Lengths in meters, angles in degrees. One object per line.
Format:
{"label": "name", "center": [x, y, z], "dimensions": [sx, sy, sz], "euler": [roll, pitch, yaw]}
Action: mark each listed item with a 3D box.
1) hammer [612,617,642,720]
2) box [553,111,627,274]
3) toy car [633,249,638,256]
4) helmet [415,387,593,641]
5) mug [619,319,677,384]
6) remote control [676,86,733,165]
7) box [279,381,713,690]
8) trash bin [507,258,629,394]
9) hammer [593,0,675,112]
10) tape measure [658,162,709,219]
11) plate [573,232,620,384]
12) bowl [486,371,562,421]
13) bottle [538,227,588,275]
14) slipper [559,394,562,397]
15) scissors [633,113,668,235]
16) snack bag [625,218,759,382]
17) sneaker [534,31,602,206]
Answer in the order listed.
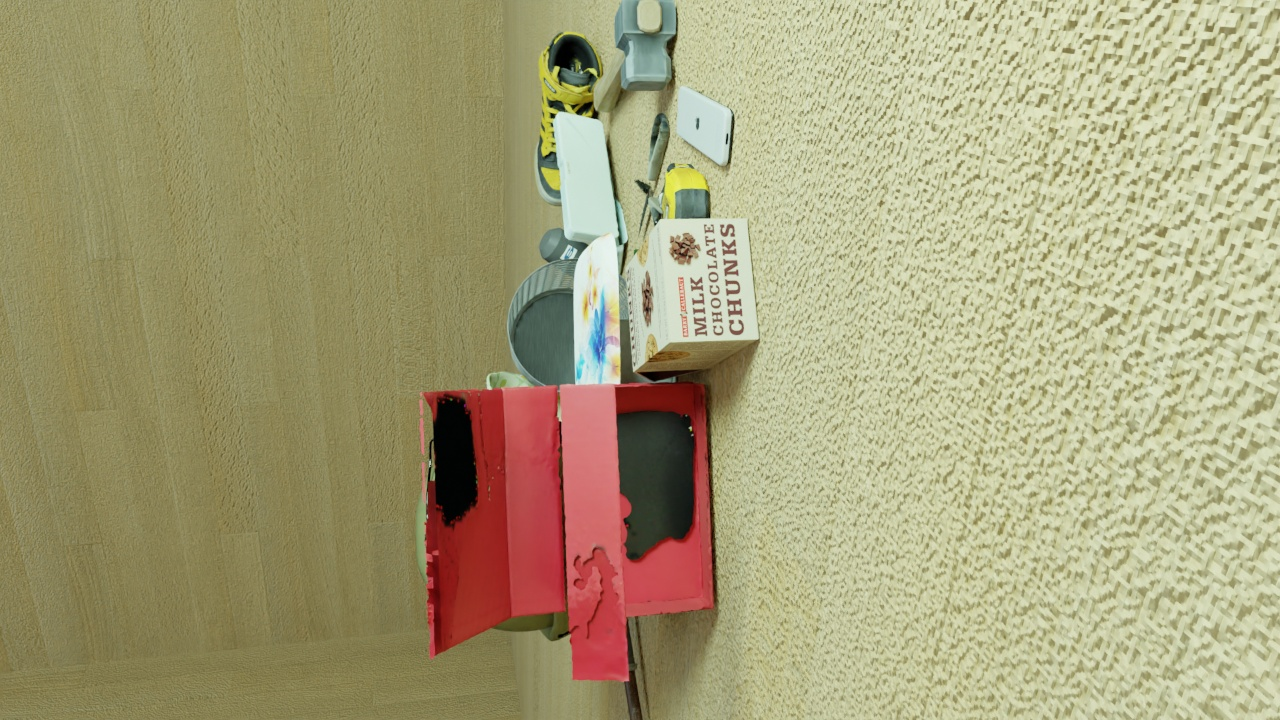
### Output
{"label": "hammer", "center": [-0.009, 0.419, 1.134], "dimensions": [0.156, 0.043, 0.321], "euler": [112, 150, -62]}
{"label": "box", "center": [-0.064, -0.216, 1.179], "dimensions": [0.122, 0.078, 0.197], "euler": [71, -170, -60]}
{"label": "toy car", "center": [0.017, -0.095, 0.913], "dimensions": [0.091, 0.036, 0.042], "euler": [154, 114, -77]}
{"label": "helmet", "center": [-0.105, 0.171, 0.962], "dimensions": [0.251, 0.255, 0.232], "euler": [107, 159, -61]}
{"label": "mug", "center": [-0.006, 0.006, 0.961], "dimensions": [0.113, 0.070, 0.084], "euler": [107, 158, -53]}
{"label": "remote control", "center": [0.054, -0.205, 0.793], "dimensions": [0.146, 0.008, 0.045], "euler": [-118, 28, -63]}
{"label": "box", "center": [-0.112, 0.127, 0.785], "dimensions": [0.124, 0.377, 0.211], "euler": [-3, 88, 61]}
{"label": "trash bin", "center": [-0.088, -0.032, 1.135], "dimensions": [0.183, 0.156, 0.156], "euler": [155, 112, -79]}
{"label": "hammer", "center": [-0.019, -0.330, 1.020], "dimensions": [0.323, 0.051, 0.117], "euler": [-168, 76, -80]}
{"label": "tape measure", "center": [0.037, -0.136, 0.815], "dimensions": [0.064, 0.037, 0.066], "euler": [-108, 20, -52]}
{"label": "plate", "center": [-0.049, -0.031, 0.946], "dimensions": [0.187, 0.016, 0.187], "euler": [165, 104, -76]}
{"label": "bowl", "center": [-0.126, 0.092, 1.157], "dimensions": [0.060, 0.188, 0.219], "euler": [-54, 26, 11]}
{"label": "bottle", "center": [-0.078, -0.129, 1.184], "dimensions": [0.047, 0.112, 0.046], "euler": [-38, 35, 33]}
{"label": "slipper", "center": [-0.089, 0.070, 1.272], "dimensions": [0.052, 0.115, 0.262], "euler": [69, -169, -69]}
{"label": "scissors", "center": [0.013, -0.185, 0.968], "dimensions": [0.170, 0.012, 0.158], "euler": [-112, 25, -55]}
{"label": "snack bag", "center": [0.031, -0.043, 0.786], "dimensions": [0.207, 0.070, 0.094], "euler": [140, 126, -75]}
{"label": "sneaker", "center": [-0.102, -0.339, 1.279], "dimensions": [0.122, 0.086, 0.238], "euler": [-154, 65, -80]}
